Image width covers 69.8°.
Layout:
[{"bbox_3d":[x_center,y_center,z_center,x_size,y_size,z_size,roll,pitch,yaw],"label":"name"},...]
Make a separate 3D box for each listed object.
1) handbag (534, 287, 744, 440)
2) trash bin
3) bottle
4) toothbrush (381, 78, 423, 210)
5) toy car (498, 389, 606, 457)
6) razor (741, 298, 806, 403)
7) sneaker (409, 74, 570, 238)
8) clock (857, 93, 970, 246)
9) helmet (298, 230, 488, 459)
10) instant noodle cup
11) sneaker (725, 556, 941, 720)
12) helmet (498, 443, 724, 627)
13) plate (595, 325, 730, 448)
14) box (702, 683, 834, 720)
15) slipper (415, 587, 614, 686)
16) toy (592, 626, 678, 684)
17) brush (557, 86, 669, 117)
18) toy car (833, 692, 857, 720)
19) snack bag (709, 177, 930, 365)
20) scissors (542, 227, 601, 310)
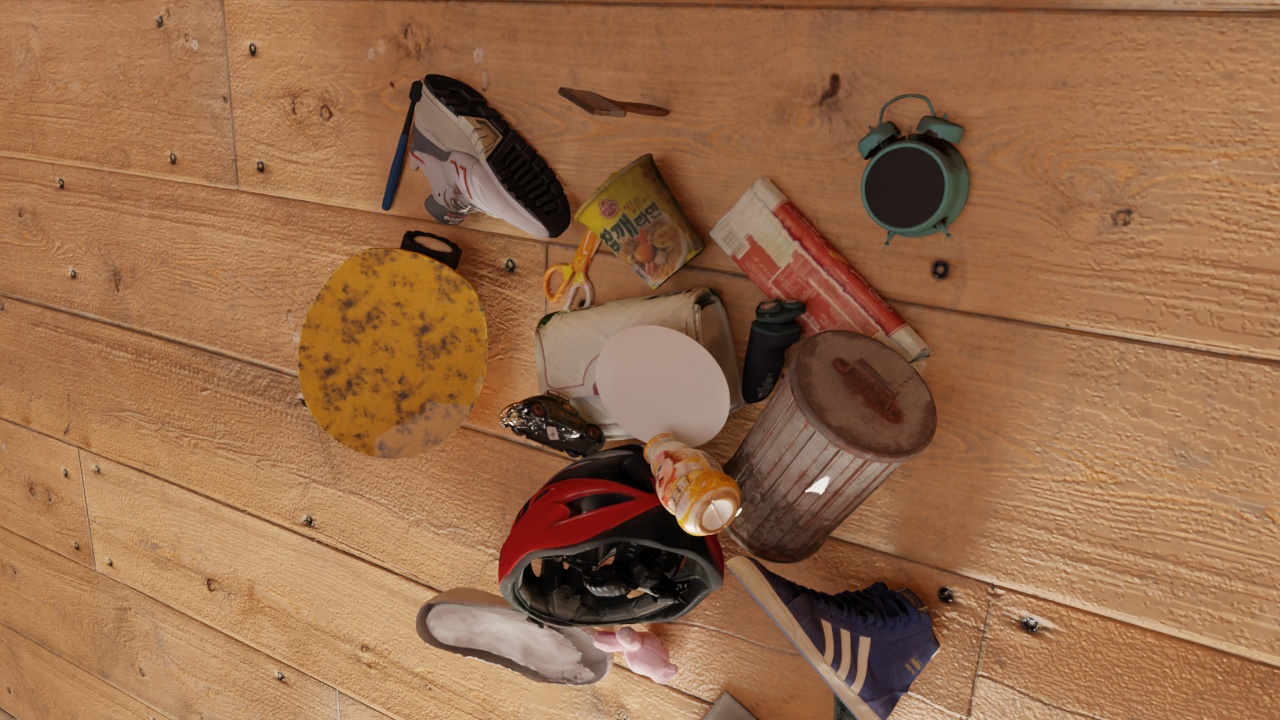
[{"bbox_3d":[-0.006,0.005,0.944,0.199,0.096,0.142,-9,100,33],"label":"handbag"},{"bbox_3d":[0.159,0.078,0.816,0.131,0.130,0.212,42,139,14],"label":"trash bin"},{"bbox_3d":[0.043,0.109,0.839,0.108,0.063,0.063,45,127,48],"label":"bottle"},{"bbox_3d":[-0.281,-0.251,1.081,0.014,0.014,0.168,18,121,-12],"label":"toothbrush"},{"bbox_3d":[-0.087,0.059,0.926,0.112,0.047,0.047,26,139,-23],"label":"toy car"},{"bbox_3d":[0.121,-0.006,0.876,0.143,0.047,0.052,97,154,-48],"label":"razor"},{"bbox_3d":[-0.177,-0.192,1.003,0.239,0.088,0.125,53,127,18],"label":"sneaker"},{"bbox_3d":[0.230,-0.163,0.782,0.090,0.053,0.124,-5,99,31],"label":"clock"},{"bbox_3d":[-0.276,-0.024,1.073,0.205,0.131,0.256,19,110,-9],"label":"helmet"},{"bbox_3d":[0.004,-0.131,0.906,0.102,0.102,0.108,-39,91,32],"label":"instant noodle cup"},{"bbox_3d":[0.193,0.231,0.849,0.118,0.091,0.233,-41,107,-6],"label":"sneaker"},{"bbox_3d":[-0.034,0.197,0.959,0.273,0.217,0.166,-47,34,42],"label":"helmet"},{"bbox_3d":[0.021,0.025,0.867,0.135,0.011,0.135,12,123,19],"label":"plate"},{"bbox_3d":[0.173,0.465,1.143,0.172,0.402,0.169,37,119,16],"label":"box"},{"bbox_3d":[-0.150,0.337,1.126,0.247,0.074,0.112,11,117,12],"label":"slipper"},{"bbox_3d":[-0.001,0.331,1.049,0.064,0.047,0.110,-12,140,44],"label":"toy"},{"bbox_3d":[-0.014,-0.235,0.852,0.045,0.142,0.008,38,118,26],"label":"brush"},{"bbox_3d":[0.224,0.359,0.940,0.056,0.043,0.120,5,103,29],"label":"toy car"},{"bbox_3d":[0.165,-0.066,0.857,0.225,0.041,0.078,48,123,9],"label":"snack bag"},{"bbox_3d":[-0.060,-0.104,0.994,0.070,0.013,0.131,43,122,13],"label":"scissors"}]
